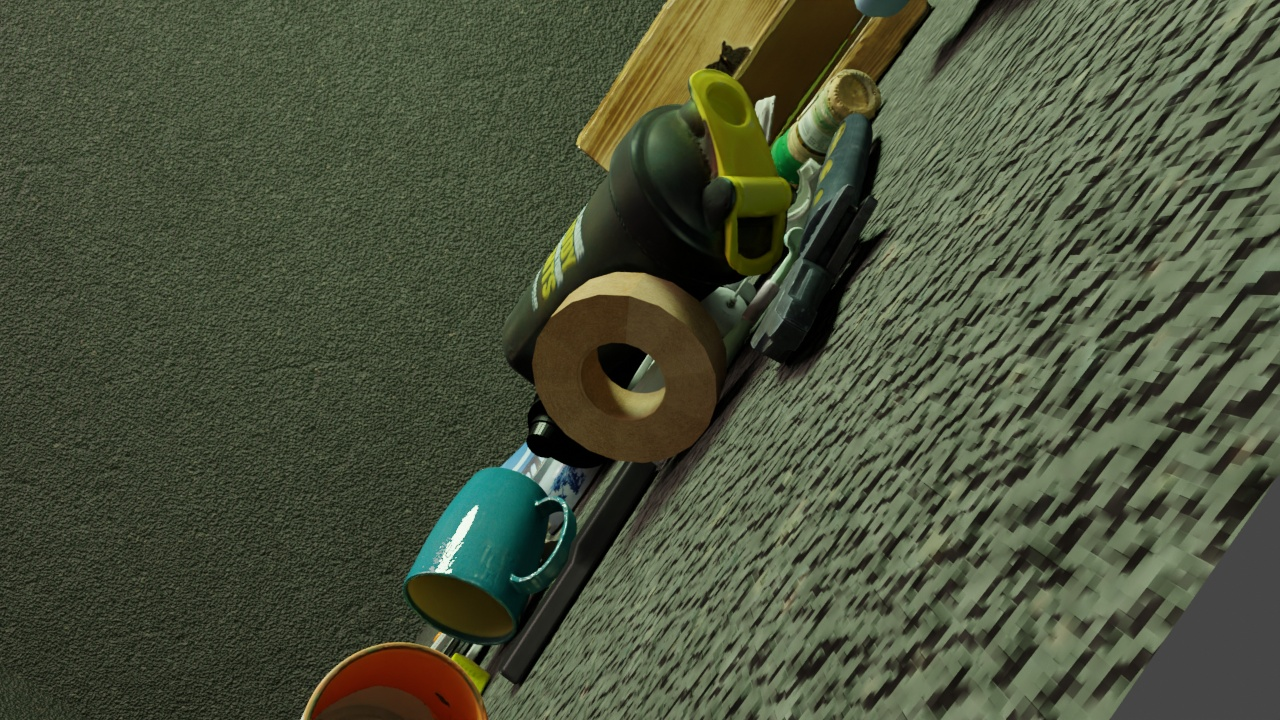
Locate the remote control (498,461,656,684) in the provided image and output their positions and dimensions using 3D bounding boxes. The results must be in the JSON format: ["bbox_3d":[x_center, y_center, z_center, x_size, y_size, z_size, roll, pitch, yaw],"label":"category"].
[{"bbox_3d":[-0.035,0.111,0.500,0.136,0.015,0.032,-56,3,-14],"label":"remote control"}]

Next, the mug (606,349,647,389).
[{"bbox_3d":[-0.004,0.004,0.708,0.098,0.081,0.117,129,148,-52],"label":"mug"}]

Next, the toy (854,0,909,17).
[{"bbox_3d":[0.160,-0.237,0.441,0.170,0.120,0.223,-46,-2,-34],"label":"toy"}]

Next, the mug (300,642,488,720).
[{"bbox_3d":[-0.126,0.191,0.438,0.106,0.082,0.082,-54,3,48],"label":"mug"}]

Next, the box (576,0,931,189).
[{"bbox_3d":[0.125,-0.255,0.874,0.280,0.192,0.250,-55,-12,20],"label":"box"}]

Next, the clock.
[{"bbox_3d":[0.034,-0.011,0.569,0.123,0.035,0.094,-55,3,26],"label":"clock"}]

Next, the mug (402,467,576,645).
[{"bbox_3d":[-0.095,0.131,0.643,0.112,0.084,0.104,-12,37,28],"label":"mug"}]

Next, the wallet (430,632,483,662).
[{"bbox_3d":[-0.148,0.230,0.784,0.116,0.037,0.118,-53,0,37],"label":"wallet"}]

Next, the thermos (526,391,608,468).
[{"bbox_3d":[-0.032,0.017,0.816,0.086,0.086,0.198,-53,4,42],"label":"thermos"}]

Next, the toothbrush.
[{"bbox_3d":[0.048,-0.009,0.507,0.154,0.015,0.022,-55,-32,-8],"label":"toothbrush"}]

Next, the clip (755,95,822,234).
[{"bbox_3d":[0.089,-0.098,0.616,0.126,0.101,0.152,-61,-22,-74],"label":"clip"}]

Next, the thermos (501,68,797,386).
[{"bbox_3d":[-0.003,-0.053,0.513,0.221,0.098,0.097,-41,13,49],"label":"thermos"}]

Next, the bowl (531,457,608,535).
[{"bbox_3d":[-0.068,0.101,0.852,0.114,0.045,0.114,-55,3,4],"label":"bowl"}]

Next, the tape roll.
[{"bbox_3d":[-0.005,0.004,0.457,0.094,0.094,0.027,-53,3,32],"label":"tape roll"}]

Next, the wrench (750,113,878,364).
[{"bbox_3d":[0.094,-0.075,0.446,0.074,0.022,0.272,-62,0,33],"label":"wrench"}]

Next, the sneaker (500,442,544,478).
[{"bbox_3d":[-0.113,0.127,0.944,0.240,0.083,0.098,-54,1,-38],"label":"sneaker"}]

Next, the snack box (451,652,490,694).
[{"bbox_3d":[-0.138,0.244,0.547,0.040,0.029,0.147,-53,4,32],"label":"snack box"}]

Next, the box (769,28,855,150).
[{"bbox_3d":[0.183,-0.307,1.099,0.221,0.079,0.124,-51,5,19],"label":"box"}]

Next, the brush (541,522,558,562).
[{"bbox_3d":[-0.088,0.144,0.722,0.049,0.015,0.136,-46,12,-22],"label":"brush"}]

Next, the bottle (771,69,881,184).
[{"bbox_3d":[0.133,-0.168,0.666,0.043,0.043,0.111,-56,4,-18],"label":"bottle"}]
